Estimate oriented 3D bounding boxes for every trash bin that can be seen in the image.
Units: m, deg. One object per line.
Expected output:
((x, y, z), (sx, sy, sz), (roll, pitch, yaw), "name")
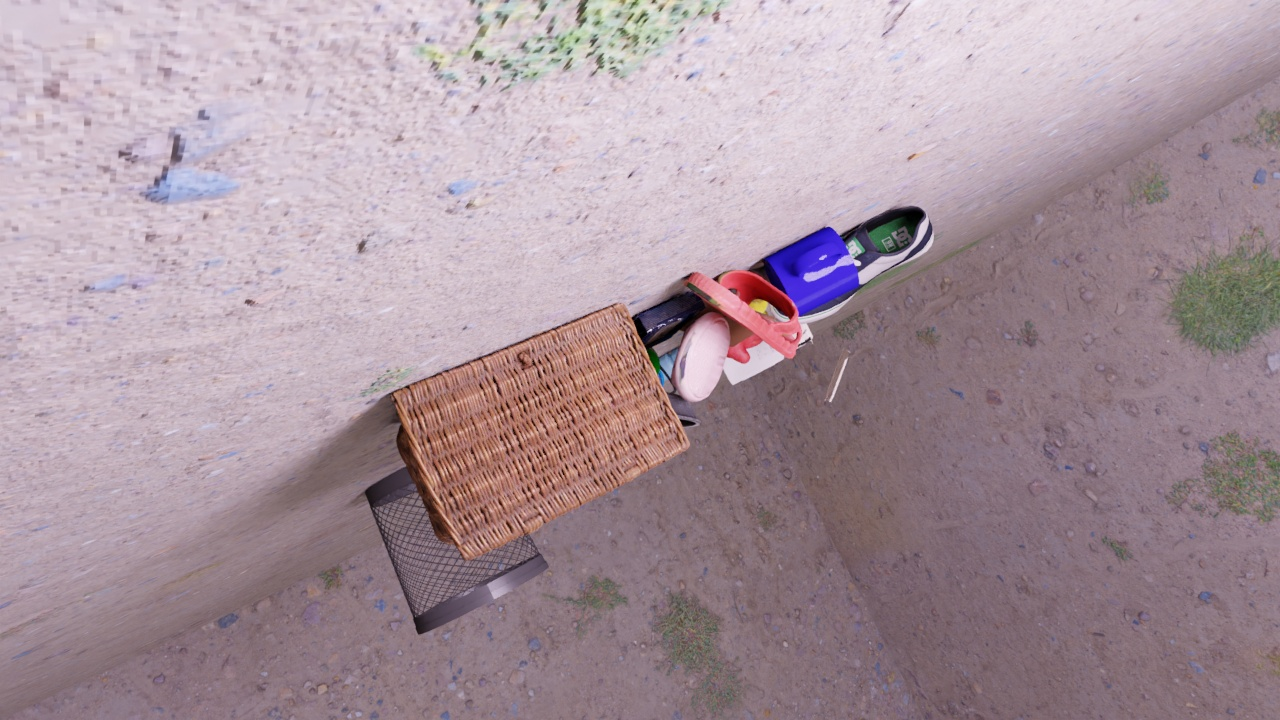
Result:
((-0.289, 0.266, 1.416), (0.217, 0.227, 0.218), (-26, 174, -3), "trash bin")

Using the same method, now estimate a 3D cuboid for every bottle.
((0.041, 0.013, 1.573), (0.130, 0.040, 0.040), (-29, 174, 21), "bottle")

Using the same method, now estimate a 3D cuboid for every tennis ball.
((-0.007, 0.007, 1.193), (0.065, 0.065, 0.065), (-26, 174, -3), "tennis ball")

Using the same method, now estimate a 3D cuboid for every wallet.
((0.103, -0.051, 1.183), (0.120, 0.013, 0.088), (16, 146, -36), "wallet")

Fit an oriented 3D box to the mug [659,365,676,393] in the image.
((-0.012, 0.044, 1.344), (0.123, 0.094, 0.101), (-23, 173, -13), "mug")

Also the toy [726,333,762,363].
((0.129, -0.034, 1.384), (0.132, 0.088, 0.094), (-23, -176, -24), "toy")

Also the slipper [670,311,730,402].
((0.072, -0.007, 1.105), (0.056, 0.107, 0.221), (17, -176, 12), "slipper")

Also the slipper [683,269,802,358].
((0.127, -0.062, 1.017), (0.059, 0.103, 0.248), (-56, 155, 6), "slipper")

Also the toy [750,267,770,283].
((0.158, -0.101, 1.144), (0.111, 0.030, 0.049), (-26, 146, -35), "toy")

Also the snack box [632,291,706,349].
((0.018, -0.039, 1.092), (0.082, 0.027, 0.150), (-26, 175, -20), "snack box")

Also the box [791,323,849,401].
((0.255, -0.038, 1.342), (0.070, 0.186, 0.143), (-29, -179, 11), "box")

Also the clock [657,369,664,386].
((-0.019, 0.042, 1.473), (0.117, 0.060, 0.161), (-28, 175, 10), "clock")

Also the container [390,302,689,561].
((-0.118, 0.077, 0.913), (0.249, 0.162, 0.184), (-24, 178, -28), "container")

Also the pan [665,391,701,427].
((-0.092, 0.074, 1.156), (0.358, 0.055, 0.187), (-4, 169, 32), "pan")

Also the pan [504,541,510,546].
((-0.163, 0.166, 1.391), (0.353, 0.024, 0.217), (-73, -174, -63), "pan")

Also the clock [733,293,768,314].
((0.134, -0.061, 1.260), (0.083, 0.057, 0.119), (-26, 174, -4), "clock")

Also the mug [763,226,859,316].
((0.197, -0.105, 1.057), (0.083, 0.079, 0.111), (-27, 168, 1), "mug")

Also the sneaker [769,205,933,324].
((0.269, -0.129, 1.199), (0.235, 0.084, 0.079), (-31, 159, 11), "sneaker")

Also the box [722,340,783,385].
((0.172, -0.041, 1.592), (0.109, 0.136, 0.121), (-26, 132, 3), "box")
